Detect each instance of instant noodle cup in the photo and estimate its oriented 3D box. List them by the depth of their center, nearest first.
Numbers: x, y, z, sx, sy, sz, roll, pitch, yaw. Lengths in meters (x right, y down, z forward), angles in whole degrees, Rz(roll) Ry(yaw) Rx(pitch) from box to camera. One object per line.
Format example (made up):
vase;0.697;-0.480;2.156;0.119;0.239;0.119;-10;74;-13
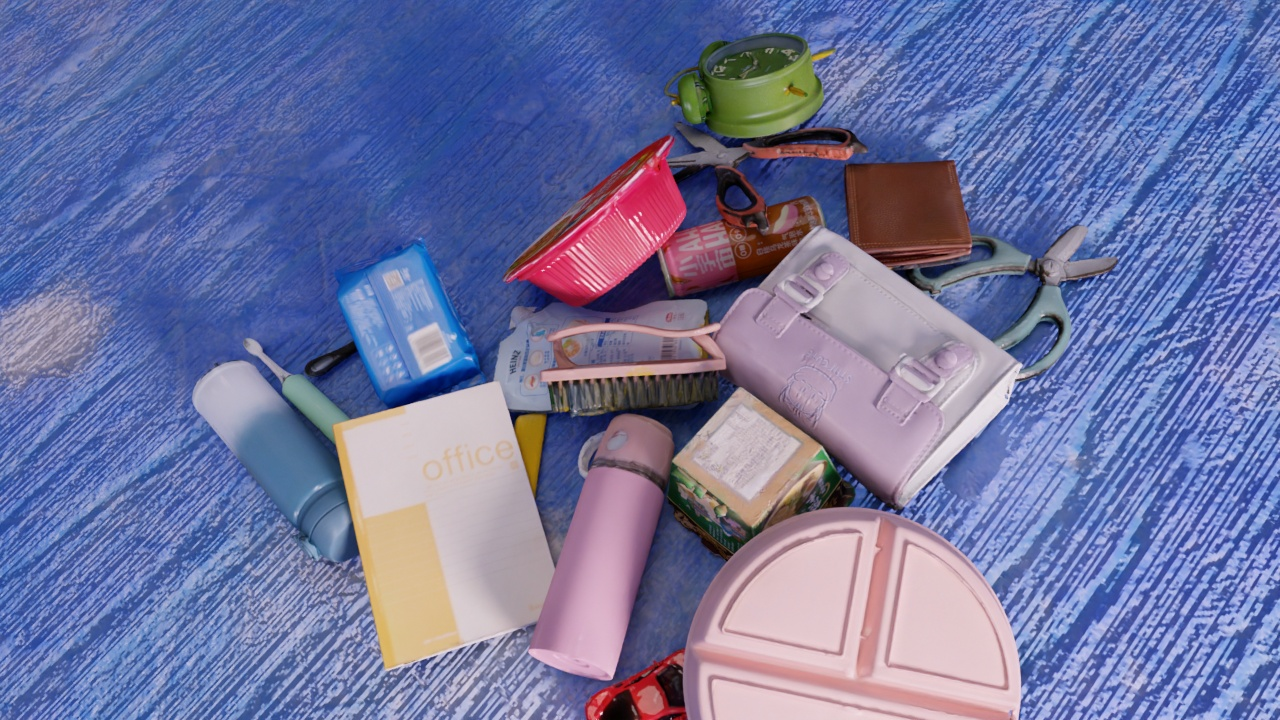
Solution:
instant noodle cup;-0.029;-0.112;0.804;0.193;0.194;0.066;-44;105;-12

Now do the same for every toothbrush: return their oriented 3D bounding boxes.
toothbrush;-0.302;0.040;0.845;0.224;0.027;0.026;36;67;25
toothbrush;0.055;-0.190;0.895;0.189;0.018;0.014;-27;51;-1

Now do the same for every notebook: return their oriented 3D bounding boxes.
notebook;-0.156;0.126;0.740;0.145;0.010;0.206;-15;68;-12

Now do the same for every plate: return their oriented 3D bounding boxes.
plate;0.144;0.213;0.608;0.229;0.028;0.229;0;83;-3

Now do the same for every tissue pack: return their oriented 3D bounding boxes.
tissue pack;-0.210;-0.029;0.832;0.095;0.052;0.157;-26;79;-3

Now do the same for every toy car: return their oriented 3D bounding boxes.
toy car;0.012;0.246;0.668;0.106;0.031;0.049;-25;61;-4

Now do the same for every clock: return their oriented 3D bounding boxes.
clock;0.099;-0.268;0.886;0.161;0.056;0.115;7;44;28

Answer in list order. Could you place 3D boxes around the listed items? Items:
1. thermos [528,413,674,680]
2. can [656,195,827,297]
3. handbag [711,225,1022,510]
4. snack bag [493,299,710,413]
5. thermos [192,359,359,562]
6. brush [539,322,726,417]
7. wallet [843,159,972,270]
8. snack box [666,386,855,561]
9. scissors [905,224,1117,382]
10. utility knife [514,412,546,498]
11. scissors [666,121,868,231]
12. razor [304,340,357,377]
thermos;-0.033;0.138;0.713;0.087;0.067;0.198;-5;55;34
can;0.090;-0.101;0.817;0.147;0.058;0.057;-15;61;4
handbag;0.172;0.003;0.728;0.145;0.098;0.197;-46;63;-7
snack bag;-0.036;-0.005;0.806;0.191;0.039;0.110;-2;69;12
thermos;-0.310;0.086;0.800;0.070;0.070;0.220;-44;63;-12
brush;-0.004;0.004;0.737;0.146;0.063;0.073;-4;91;10
wallet;0.234;-0.132;0.810;0.101;0.032;0.124;-3;51;11
snack box;0.086;0.087;0.691;0.118;0.106;0.117;37;75;25
scissors;0.304;-0.068;0.777;0.179;0.019;0.172;33;75;26
utility knife;-0.099;0.112;0.770;0.033;0.015;0.154;8;63;-3
scissors;0.094;-0.185;0.848;0.189;0.015;0.222;-25;43;-6
razor;-0.254;-0.024;0.871;0.142;0.022;0.042;-32;82;-6
